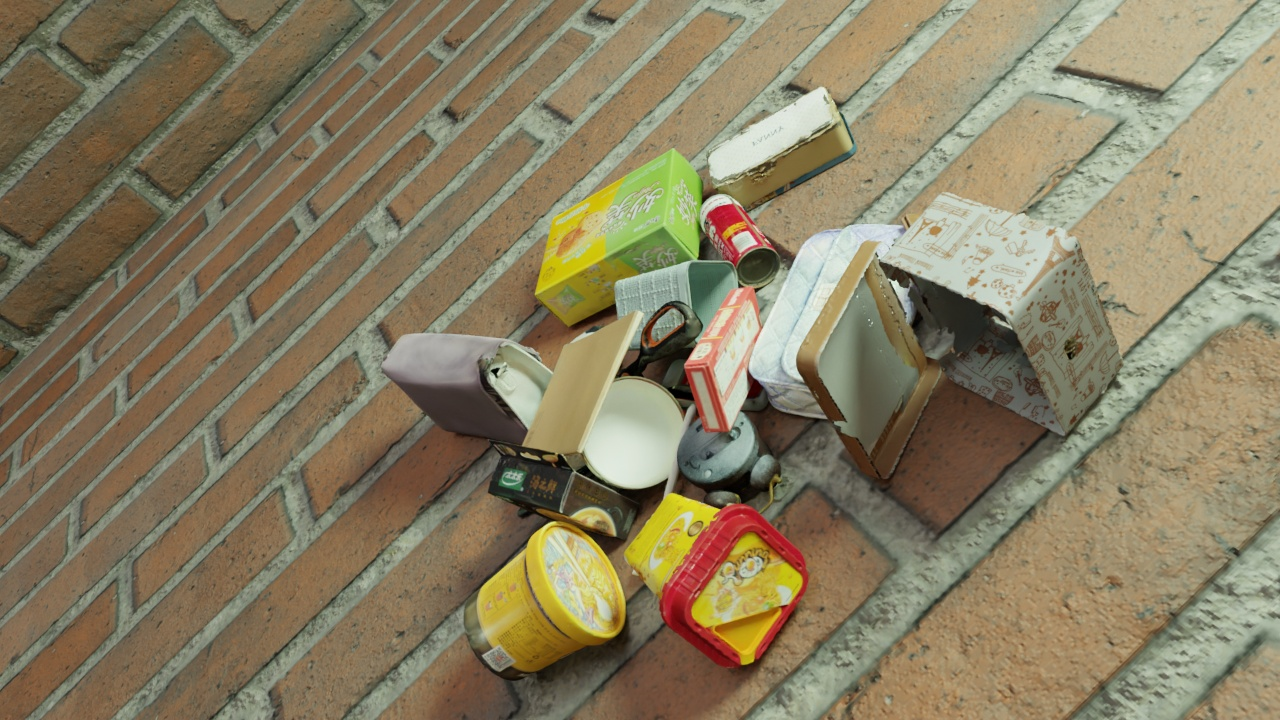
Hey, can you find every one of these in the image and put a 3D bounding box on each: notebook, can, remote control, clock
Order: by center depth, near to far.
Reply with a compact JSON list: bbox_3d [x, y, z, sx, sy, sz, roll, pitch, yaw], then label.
[{"bbox_3d":[0.085,0.100,0.861,0.082,0.055,0.122,-36,41,8],"label":"clock"},{"bbox_3d":[-0.069,0.034,0.942,0.212,0.012,0.149,-21,43,65],"label":"notebook"},{"bbox_3d":[0.079,0.024,0.962,0.136,0.020,0.055,1,58,41],"label":"remote control"},{"bbox_3d":[0.111,-0.139,1.053,0.053,0.053,0.132,-36,40,9],"label":"can"}]

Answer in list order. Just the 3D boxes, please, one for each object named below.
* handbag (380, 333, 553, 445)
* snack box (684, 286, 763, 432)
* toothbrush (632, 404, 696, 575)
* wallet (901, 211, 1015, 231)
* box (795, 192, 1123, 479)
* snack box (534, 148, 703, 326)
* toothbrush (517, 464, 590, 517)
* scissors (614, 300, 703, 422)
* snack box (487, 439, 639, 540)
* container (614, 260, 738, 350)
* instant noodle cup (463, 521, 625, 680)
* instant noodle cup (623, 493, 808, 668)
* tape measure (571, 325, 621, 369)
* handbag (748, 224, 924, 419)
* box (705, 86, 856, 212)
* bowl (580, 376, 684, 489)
[{"bbox_3d":[-0.193,0.027,1.095,0.197,0.145,0.098,4,61,42],"label":"handbag"},{"bbox_3d":[0.086,-0.004,0.876,0.025,0.075,0.152,-5,29,27],"label":"snack box"},{"bbox_3d":[0.025,0.125,0.900,0.016,0.016,0.179,12,71,20],"label":"toothbrush"},{"bbox_3d":[0.306,-0.101,0.833,0.115,0.020,0.101,0,44,-9],"label":"wallet"},{"bbox_3d":[0.236,0.001,0.720,0.193,0.183,0.157,-49,39,-6],"label":"box"},{"bbox_3d":[-0.026,-0.154,1.154,0.211,0.070,0.157,-25,39,30],"label":"snack box"},{"bbox_3d":[-0.066,0.120,1.005,0.181,0.018,0.015,-36,42,12],"label":"toothbrush"},{"bbox_3d":[0.006,0.024,0.976,0.210,0.021,0.222,44,132,19],"label":"scissors"},{"bbox_3d":[-0.083,0.131,0.918,0.113,0.125,0.053,5,70,43],"label":"snack box"},{"bbox_3d":[0.038,-0.056,0.997,0.112,0.090,0.090,-6,90,41],"label":"container"},{"bbox_3d":[-0.093,0.230,0.856,0.115,0.118,0.118,-37,39,19],"label":"instant noodle cup"},{"bbox_3d":[0.057,0.177,0.782,0.116,0.116,0.124,-52,28,-10],"label":"instant noodle cup"},{"bbox_3d":[-0.061,-0.002,1.095,0.066,0.033,0.065,-33,38,10],"label":"tape measure"},{"bbox_3d":[0.192,-0.039,0.876,0.134,0.075,0.193,7,62,38],"label":"handbag"},{"bbox_3d":[0.171,-0.254,1.103,0.185,0.060,0.089,-23,44,21],"label":"box"},{"bbox_3d":[-0.014,0.077,0.940,0.113,0.113,0.062,-60,7,-19],"label":"bowl"}]
